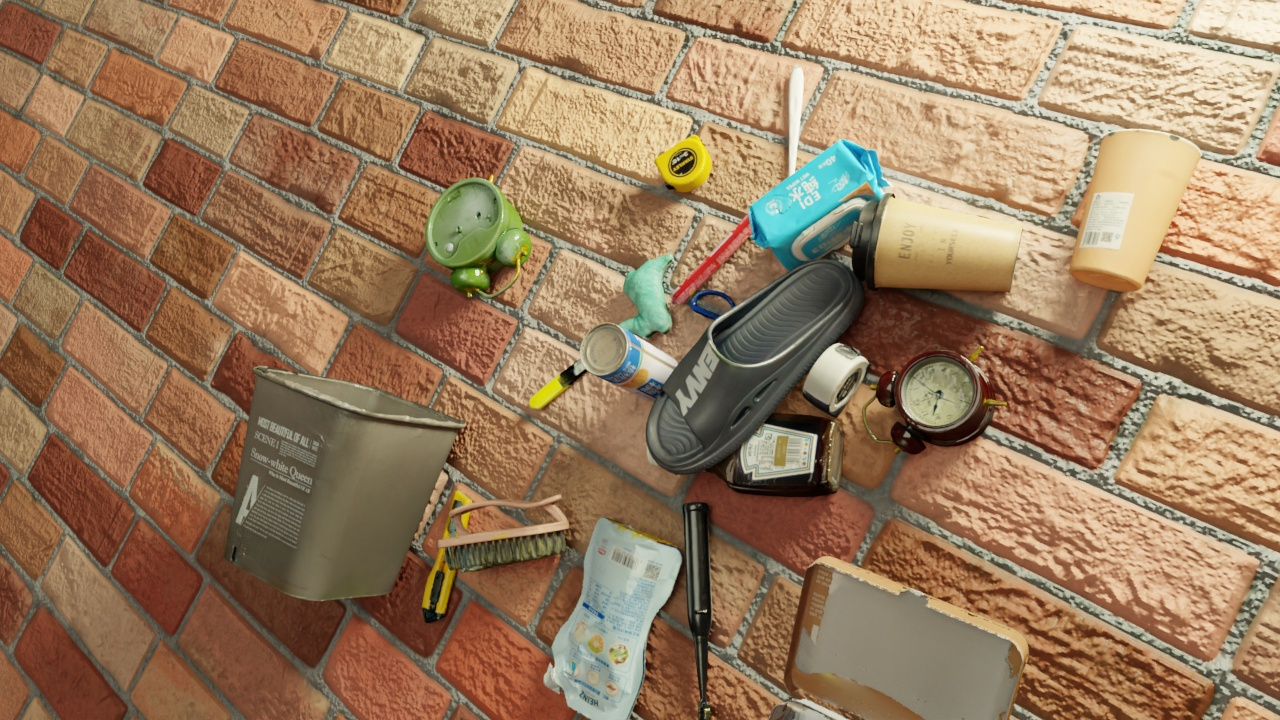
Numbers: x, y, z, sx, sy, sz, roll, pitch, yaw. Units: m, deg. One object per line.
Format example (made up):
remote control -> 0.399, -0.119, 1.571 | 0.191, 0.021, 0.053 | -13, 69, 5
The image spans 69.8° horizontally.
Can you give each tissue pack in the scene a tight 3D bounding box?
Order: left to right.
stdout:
tissue pack -> 0.179, -0.148, 0.903 | 0.140, 0.090, 0.063 | -34, 63, 15

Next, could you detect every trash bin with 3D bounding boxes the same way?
trash bin -> -0.347, 0.139, 1.043 | 0.199, 0.198, 0.219 | 17, 89, 30

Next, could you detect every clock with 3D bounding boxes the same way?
clock -> -0.195, -0.146, 1.119 | 0.116, 0.056, 0.161 | -34, 62, 16
clock -> 0.260, 0.038, 0.826 | 0.122, 0.055, 0.082 | -24, 66, 22

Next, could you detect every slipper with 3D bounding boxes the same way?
slipper -> 0.096, -0.010, 0.885 | 0.268, 0.083, 0.110 | -44, 46, 0

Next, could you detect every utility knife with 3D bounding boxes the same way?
utility knife -> -0.222, 0.224, 1.047 | 0.033, 0.015, 0.154 | 7, 79, 26

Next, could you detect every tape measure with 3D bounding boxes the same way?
tape measure -> 0.051, -0.216, 1.026 | 0.060, 0.029, 0.057 | -32, 62, 16
tape measure -> 0.184, 0.017, 0.866 | 0.033, 0.066, 0.066 | 34, 93, 27

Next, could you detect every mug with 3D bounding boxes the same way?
mug -> 0.416, -0.125, 0.784 | 0.078, 0.078, 0.122 | 19, 89, 31

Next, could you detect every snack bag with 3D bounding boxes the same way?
snack bag -> -0.030, 0.263, 0.923 | 0.110, 0.039, 0.191 | 17, 85, 25

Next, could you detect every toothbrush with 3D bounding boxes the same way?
toothbrush -> 0.058, 0.245, 0.888 | 0.026, 0.027, 0.212 | 2, 72, -12
toothbrush -> 0.162, -0.236, 0.981 | 0.016, 0.016, 0.180 | -1, 75, 25

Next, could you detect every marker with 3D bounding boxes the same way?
marker -> -0.075, 0.015, 1.034 | 0.124, 0.015, 0.018 | -39, 62, 9

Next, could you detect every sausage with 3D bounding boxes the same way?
sausage -> 0.085, -0.114, 0.980 | 0.156, 0.020, 0.020 | -46, 60, 4

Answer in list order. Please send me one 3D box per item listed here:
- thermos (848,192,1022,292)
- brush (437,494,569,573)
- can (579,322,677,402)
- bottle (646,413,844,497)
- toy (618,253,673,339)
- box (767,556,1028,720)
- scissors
thermos -> 0.271, -0.103, 0.847 | 0.143, 0.093, 0.093 | 11, 81, 22
brush -> -0.143, 0.184, 0.990 | 0.146, 0.063, 0.073 | -13, 80, 23
can -> -0.006, 0.005, 0.929 | 0.053, 0.134, 0.053 | -8, 72, 26
bottle -> 0.099, 0.091, 0.902 | 0.195, 0.044, 0.079 | -1, 68, 29
toy -> 0.004, -0.062, 1.006 | 0.097, 0.030, 0.091 | -26, 63, 22
box -> 0.193, 0.312, 0.749 | 0.178, 0.106, 0.272 | 17, 96, 30
scissors -> 0.111, -0.018, 0.947 | 0.176, 0.012, 0.162 | 38, 93, 30
